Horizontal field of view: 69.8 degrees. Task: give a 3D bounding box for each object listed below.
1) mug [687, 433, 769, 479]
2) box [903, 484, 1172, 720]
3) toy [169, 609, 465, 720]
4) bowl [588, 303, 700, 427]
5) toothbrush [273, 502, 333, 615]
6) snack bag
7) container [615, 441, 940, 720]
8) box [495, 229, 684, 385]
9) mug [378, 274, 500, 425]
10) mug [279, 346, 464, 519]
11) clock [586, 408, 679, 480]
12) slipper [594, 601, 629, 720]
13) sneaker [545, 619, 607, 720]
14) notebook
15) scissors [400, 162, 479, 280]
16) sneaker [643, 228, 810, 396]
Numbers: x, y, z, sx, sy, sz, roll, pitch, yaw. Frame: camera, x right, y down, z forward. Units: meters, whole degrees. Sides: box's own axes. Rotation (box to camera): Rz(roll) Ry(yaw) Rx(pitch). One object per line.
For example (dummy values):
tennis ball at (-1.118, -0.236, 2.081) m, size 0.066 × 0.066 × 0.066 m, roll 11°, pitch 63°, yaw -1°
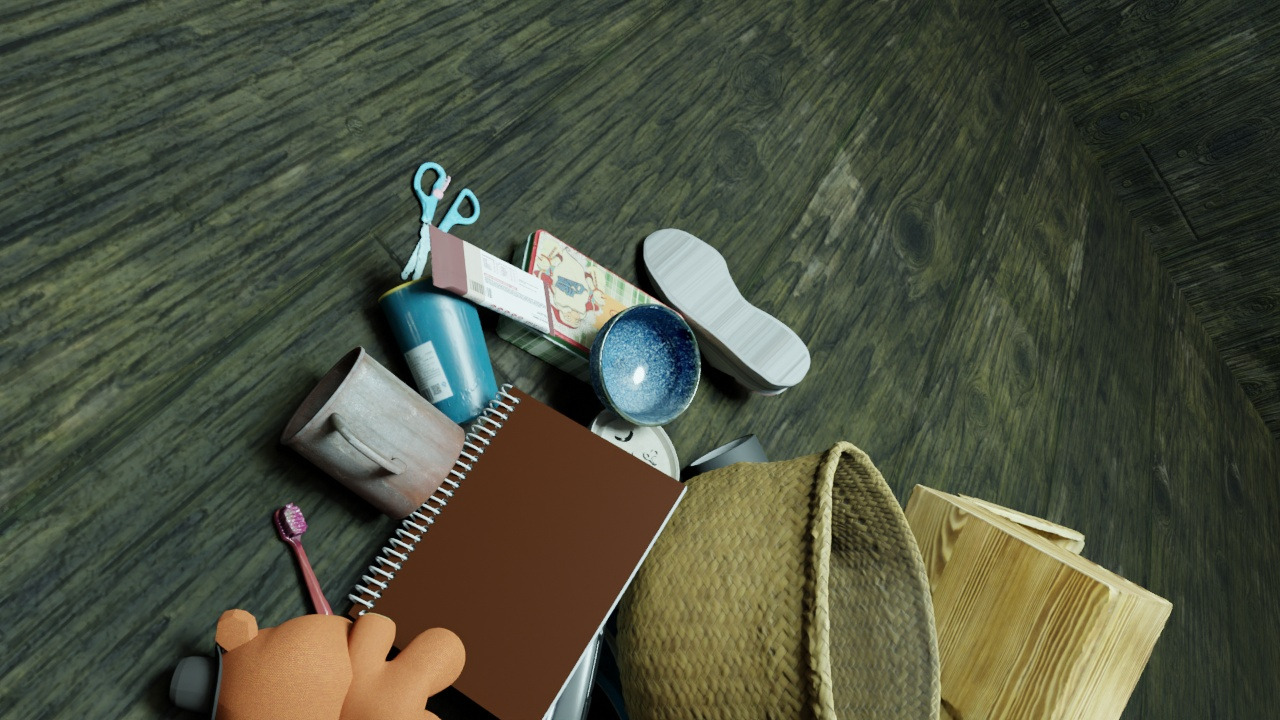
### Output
mug at (0.089, 0.140, 0.952) m, size 0.113 × 0.078 × 0.088 m, roll -26°, pitch 89°, yaw -21°
box at (0.390, 0.312, 0.952) m, size 0.336 × 0.286 × 0.279 m, roll 16°, pitch 98°, yaw -35°
toy at (-0.205, 0.215, 0.587) m, size 0.176 × 0.096 × 0.112 m, roll 12°, pitch 95°, yaw -23°
bowl at (-0.005, 0.005, 0.861) m, size 0.114 × 0.061 × 0.114 m, roll 1°, pitch 88°, yaw -34°
toothbrush at (-0.217, 0.189, 0.649) m, size 0.016 × 0.017 × 0.190 m, roll -14°, pitch 75°, yaw -52°
snack bag at (-0.124, -0.065, 0.785) m, size 0.157 × 0.013 × 0.057 m, roll 23°, pitch 53°, yaw -56°
container at (0.118, 0.235, 0.770) m, size 0.306 × 0.197 × 0.306 m, roll 33°, pitch 50°, yaw -51°
box at (-0.043, -0.037, 0.923) m, size 0.205 × 0.051 × 0.117 m, roll 32°, pitch 51°, yaw -31°
mug at (-0.164, -0.006, 0.774) m, size 0.078 × 0.078 × 0.121 m, roll -17°, pitch 87°, yaw -47°
mug at (-0.194, 0.059, 0.677) m, size 0.110 × 0.123 × 0.096 m, roll 37°, pitch 90°, yaw -23°
clock at (-0.012, 0.119, 0.867) m, size 0.103 × 0.061 × 0.157 m, roll -13°, pitch 72°, yaw -47°
slipper at (-0.002, 0.254, 0.809) m, size 0.118 × 0.060 × 0.295 m, roll -35°, pitch 96°, yaw -51°
sneaker at (-0.102, 0.187, 0.716) m, size 0.160 × 0.093 × 0.256 m, roll 14°, pitch 65°, yaw 2°
notebook at (-0.092, 0.139, 0.685) m, size 0.172 × 0.022 × 0.208 m, roll 28°, pitch 70°, yaw 15°
scissors at (-0.188, -0.118, 0.855) m, size 0.076 × 0.015 × 0.141 m, roll 29°, pitch 58°, yaw -34°
sneaker at (0.084, -0.045, 1.040) m, size 0.099 × 0.090 × 0.236 m, roll -37°, pitch 76°, yaw -26°
